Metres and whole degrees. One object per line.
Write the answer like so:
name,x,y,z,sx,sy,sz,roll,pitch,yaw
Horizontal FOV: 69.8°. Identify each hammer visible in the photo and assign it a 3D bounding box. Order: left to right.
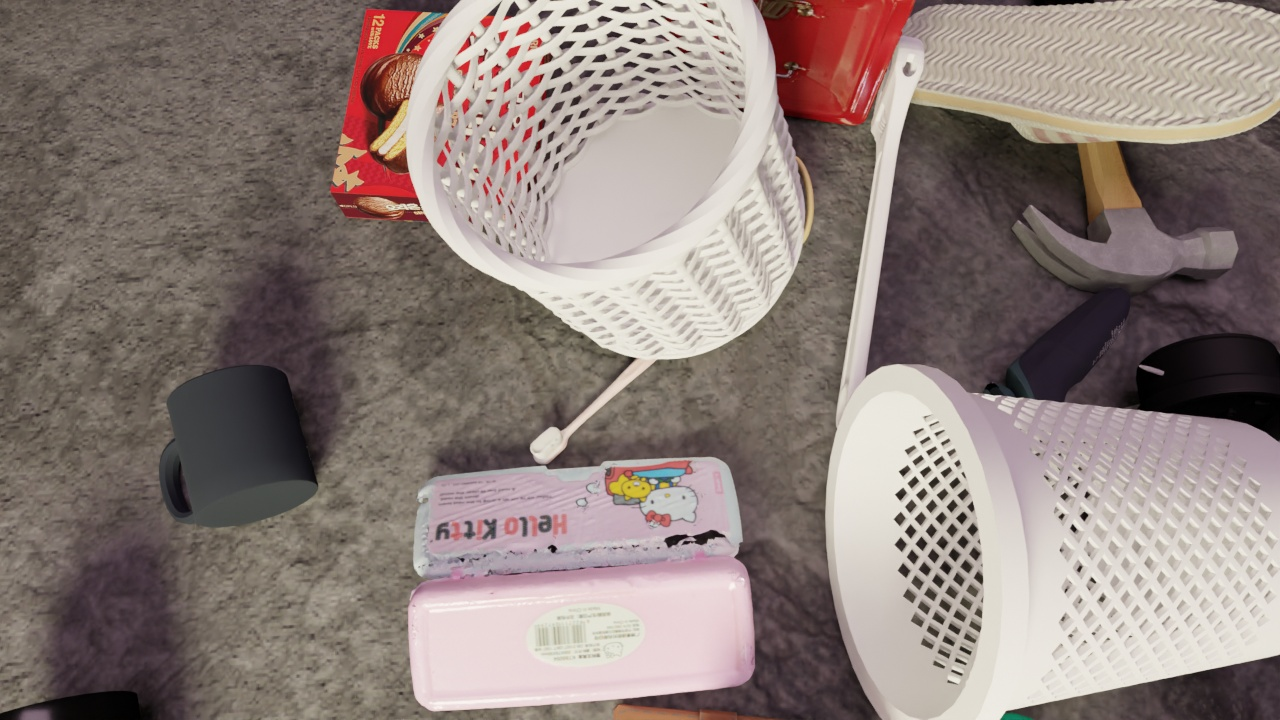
hammer,0.324,-0.204,0.673,0.131,0.039,0.327,-3,71,0

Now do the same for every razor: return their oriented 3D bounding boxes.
razor,0.276,0.003,0.600,0.142,0.047,0.052,-41,51,-15

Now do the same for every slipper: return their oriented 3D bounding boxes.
slipper,0.289,-0.195,0.619,0.263,0.052,0.115,21,74,39

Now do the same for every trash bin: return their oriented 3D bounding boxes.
trash bin,0.232,0.099,0.500,0.199,0.196,0.195,0,71,-10

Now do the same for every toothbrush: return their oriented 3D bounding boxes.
toothbrush,-0.004,0.004,0.611,0.181,0.018,0.016,-42,65,-14

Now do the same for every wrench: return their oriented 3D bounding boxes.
wrench,0.157,-0.086,0.612,0.018,0.066,0.273,10,81,3

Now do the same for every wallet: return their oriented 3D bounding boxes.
wallet,0.041,0.248,0.529,0.121,0.013,0.087,5,76,2

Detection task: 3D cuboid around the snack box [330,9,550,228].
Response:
snack box,-0.139,-0.175,0.662,0.132,0.036,0.152,4,71,1

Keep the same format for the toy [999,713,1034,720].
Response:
toy,0.195,0.289,0.490,0.130,0.072,0.193,-6,80,0

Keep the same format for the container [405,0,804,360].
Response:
container,-0.006,-0.108,0.530,0.189,0.186,0.189,-3,78,15

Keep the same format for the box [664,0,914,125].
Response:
box,0.096,-0.281,0.636,0.156,0.157,0.170,5,72,-1

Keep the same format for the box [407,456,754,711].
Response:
box,-0.036,0.127,0.545,0.201,0.067,0.153,-4,71,-3

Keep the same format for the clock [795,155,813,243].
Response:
clock,0.055,-0.108,0.637,0.130,0.044,0.099,-2,71,7

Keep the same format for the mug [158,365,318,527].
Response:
mug,-0.258,0.061,0.570,0.105,0.071,0.077,-29,72,18

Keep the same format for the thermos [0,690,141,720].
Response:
thermos,-0.286,0.300,0.474,0.082,0.082,0.240,-19,72,-6

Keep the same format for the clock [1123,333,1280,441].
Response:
clock,0.367,0.021,0.567,0.121,0.091,0.042,-2,60,13
